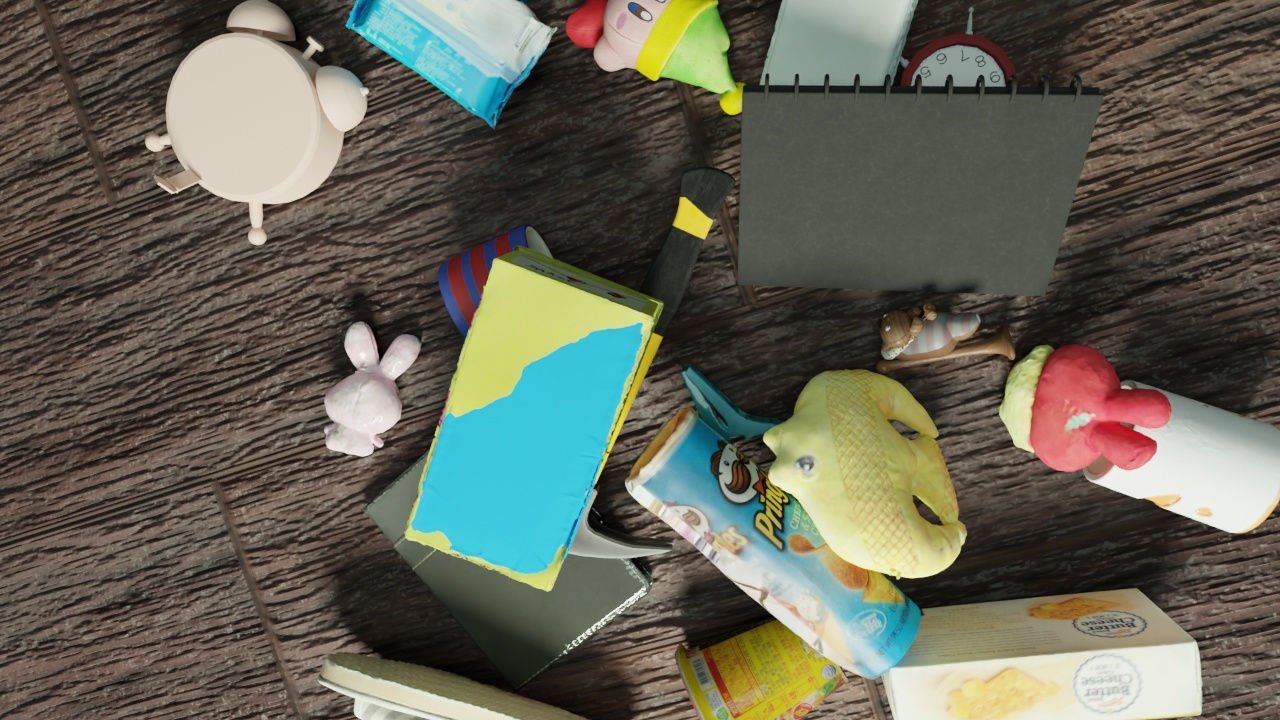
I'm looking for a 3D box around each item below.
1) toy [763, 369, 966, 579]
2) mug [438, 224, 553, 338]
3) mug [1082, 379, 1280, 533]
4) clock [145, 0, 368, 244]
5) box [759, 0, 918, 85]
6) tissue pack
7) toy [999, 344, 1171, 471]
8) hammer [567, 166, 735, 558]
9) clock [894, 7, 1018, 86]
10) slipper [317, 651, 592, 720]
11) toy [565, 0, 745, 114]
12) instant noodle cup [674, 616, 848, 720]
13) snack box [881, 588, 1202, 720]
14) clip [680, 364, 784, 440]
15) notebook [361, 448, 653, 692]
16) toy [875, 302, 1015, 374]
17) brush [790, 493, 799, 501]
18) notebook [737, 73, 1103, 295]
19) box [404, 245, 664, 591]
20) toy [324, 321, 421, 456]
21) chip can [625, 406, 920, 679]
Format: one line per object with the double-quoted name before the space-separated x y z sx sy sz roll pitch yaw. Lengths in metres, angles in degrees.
"toy" 0.163 0.078 0.666 0.154 0.170 0.065 10 143 -18
"mug" -0.099 -0.043 0.730 0.076 0.074 0.112 -23 120 10
"mug" 0.391 0.069 0.663 0.105 0.082 0.082 19 99 6
"clock" -0.311 -0.195 0.733 0.131 0.086 0.160 43 94 1
"box" 0.146 -0.255 0.657 0.118 0.063 0.214 26 103 34
"tissue pack" -0.145 -0.257 0.709 0.144 0.061 0.093 35 99 0
"toy" 0.310 0.034 0.652 0.045 0.135 0.091 1 98 -23
"hammer" -0.004 0.004 0.713 0.170 0.034 0.325 24 98 1
"clock" 0.234 -0.183 0.673 0.087 0.044 0.124 -23 92 10
"slipper" -0.135 0.298 0.757 0.273 0.114 0.054 15 75 3
"toy" 0.031 -0.250 0.686 0.131 0.096 0.124 41 95 20
"instant noodle cup" 0.100 0.251 0.726 0.112 0.100 0.100 -29 92 2
"snack box" 0.287 0.224 0.686 0.208 0.104 0.057 -9 95 9
"clip" 0.087 0.061 0.735 0.119 0.033 0.120 0 97 11
"notebook" -0.111 0.154 0.773 0.170 0.029 0.209 -40 94 12
"toy" 0.226 -0.019 0.697 0.102 0.041 0.055 -12 118 17
"brush" 0.128 0.126 0.740 0.048 0.017 0.126 41 101 1
"notebook" 0.187 -0.122 0.657 0.231 0.019 0.169 3 131 8
"box" -0.078 0.042 0.662 0.124 0.079 0.221 19 105 1
"toy" -0.226 0.025 0.764 0.063 0.047 0.110 19 90 -2
"chip can" 0.095 0.135 0.671 0.229 0.079 0.080 41 100 -2
